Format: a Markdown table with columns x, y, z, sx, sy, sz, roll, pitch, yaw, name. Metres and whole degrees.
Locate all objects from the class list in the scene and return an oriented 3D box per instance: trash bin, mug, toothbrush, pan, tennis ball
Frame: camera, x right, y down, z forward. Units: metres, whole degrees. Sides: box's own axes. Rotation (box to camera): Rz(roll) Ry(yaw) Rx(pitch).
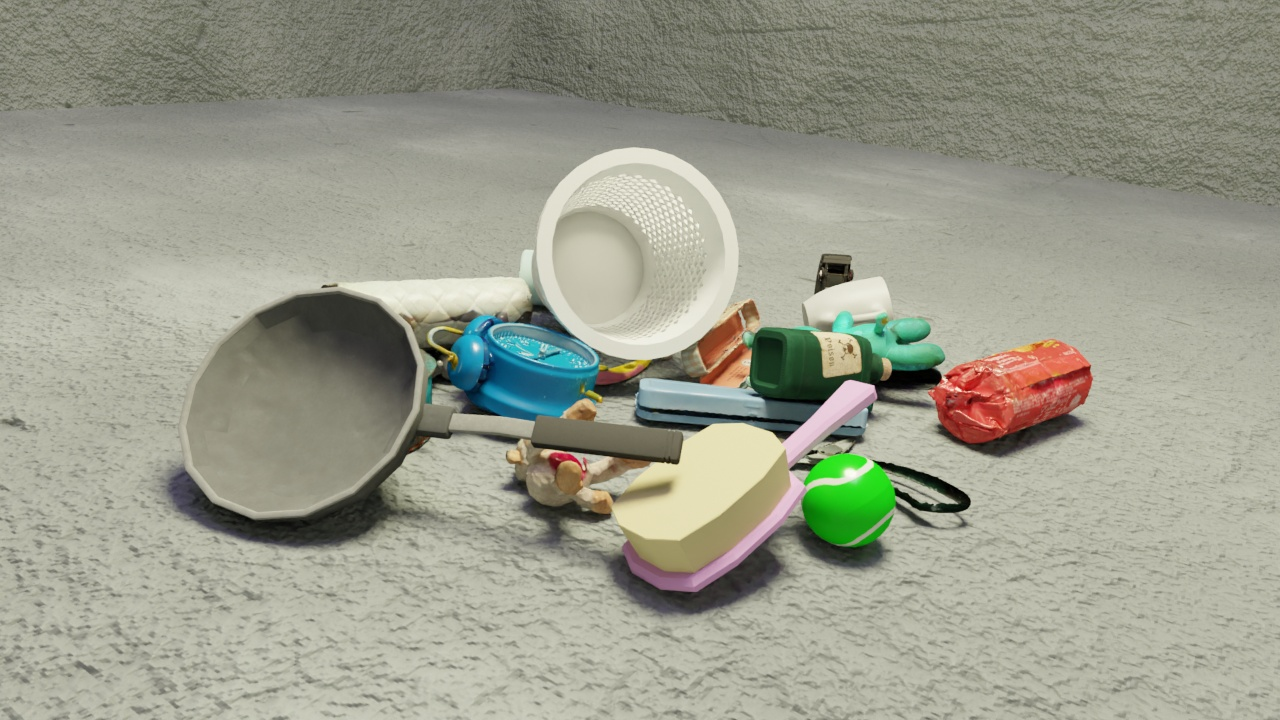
| x | y | z | sx | sy | sz | roll | pitch | yaw | name |
| --- | --- | --- | --- | --- | --- | --- | --- | --- | --- |
| -0.029 | -0.101 | 0.942 | 0.195 | 0.195 | 0.200 | -2 | 2 | -17 | trash bin |
| 0.231 | -0.049 | 1.017 | 0.089 | 0.071 | 0.107 | -10 | 7 | 3 | mug |
| -0.005 | 0.005 | 0.925 | 0.021 | 0.016 | 0.135 | 22 | 29 | 33 | toothbrush |
| -0.147 | 0.042 | 0.635 | 0.357 | 0.041 | 0.178 | 6 | 64 | 12 | pan |
| 0.146 | 0.099 | 0.647 | 0.065 | 0.065 | 0.065 | 4 | 22 | -2 | tennis ball |

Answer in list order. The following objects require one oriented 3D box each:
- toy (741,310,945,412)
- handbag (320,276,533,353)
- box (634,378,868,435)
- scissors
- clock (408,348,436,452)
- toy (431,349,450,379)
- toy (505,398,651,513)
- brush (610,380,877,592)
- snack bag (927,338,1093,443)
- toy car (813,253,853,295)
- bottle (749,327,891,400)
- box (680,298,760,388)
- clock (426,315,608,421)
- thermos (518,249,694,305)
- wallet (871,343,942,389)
| x | y | z | sx | sy | sz | roll | pitch | yaw | name |
| --- | --- | --- | --- | --- | --- | --- | --- | --- | --- |
| 0.195 | -0.010 | 0.900 | 0.193 | 0.072 | 0.130 | -9 | 43 | 3 | toy |
| -0.211 | -0.039 | 0.885 | 0.194 | 0.072 | 0.139 | -5 | -3 | -23 | handbag |
| 0.099 | 0.046 | 0.834 | 0.209 | 0.037 | 0.065 | 7 | 9 | -1 | box |
| 0.144 | 0.092 | 0.724 | 0.201 | 0.015 | 0.202 | -14 | 23 | -43 | scissors |
| -0.237 | 0.019 | 0.762 | 0.121 | 0.073 | 0.158 | -10 | 25 | -32 | clock |
| -0.179 | 0.004 | 0.867 | 0.111 | 0.030 | 0.049 | -7 | -4 | -21 | toy |
| -0.054 | 0.074 | 0.682 | 0.106 | 0.074 | 0.085 | -2 | -21 | 45 | toy |
| 0.081 | 0.068 | 0.630 | 0.228 | 0.043 | 0.089 | -36 | 29 | -27 | brush |
| 0.352 | 0.027 | 0.858 | 0.176 | 0.082 | 0.082 | -12 | 27 | -35 | snack bag |
| 0.226 | -0.080 | 1.085 | 0.040 | 0.092 | 0.037 | 3 | 11 | -6 | toy car |
| 0.169 | 0.005 | 0.826 | 0.131 | 0.061 | 0.061 | 3 | 5 | -26 | bottle |
| 0.097 | -0.011 | 0.951 | 0.049 | 0.085 | 0.186 | -27 | 7 | 31 | box |
| -0.108 | 0.007 | 0.798 | 0.161 | 0.060 | 0.116 | 17 | 18 | -7 | clock |
| -0.039 | -0.092 | 1.093 | 0.207 | 0.065 | 0.077 | 4 | 49 | -1 | thermos |
| 0.250 | 0.000 | 0.974 | 0.115 | 0.026 | 0.089 | 2 | 20 | -7 | wallet |
